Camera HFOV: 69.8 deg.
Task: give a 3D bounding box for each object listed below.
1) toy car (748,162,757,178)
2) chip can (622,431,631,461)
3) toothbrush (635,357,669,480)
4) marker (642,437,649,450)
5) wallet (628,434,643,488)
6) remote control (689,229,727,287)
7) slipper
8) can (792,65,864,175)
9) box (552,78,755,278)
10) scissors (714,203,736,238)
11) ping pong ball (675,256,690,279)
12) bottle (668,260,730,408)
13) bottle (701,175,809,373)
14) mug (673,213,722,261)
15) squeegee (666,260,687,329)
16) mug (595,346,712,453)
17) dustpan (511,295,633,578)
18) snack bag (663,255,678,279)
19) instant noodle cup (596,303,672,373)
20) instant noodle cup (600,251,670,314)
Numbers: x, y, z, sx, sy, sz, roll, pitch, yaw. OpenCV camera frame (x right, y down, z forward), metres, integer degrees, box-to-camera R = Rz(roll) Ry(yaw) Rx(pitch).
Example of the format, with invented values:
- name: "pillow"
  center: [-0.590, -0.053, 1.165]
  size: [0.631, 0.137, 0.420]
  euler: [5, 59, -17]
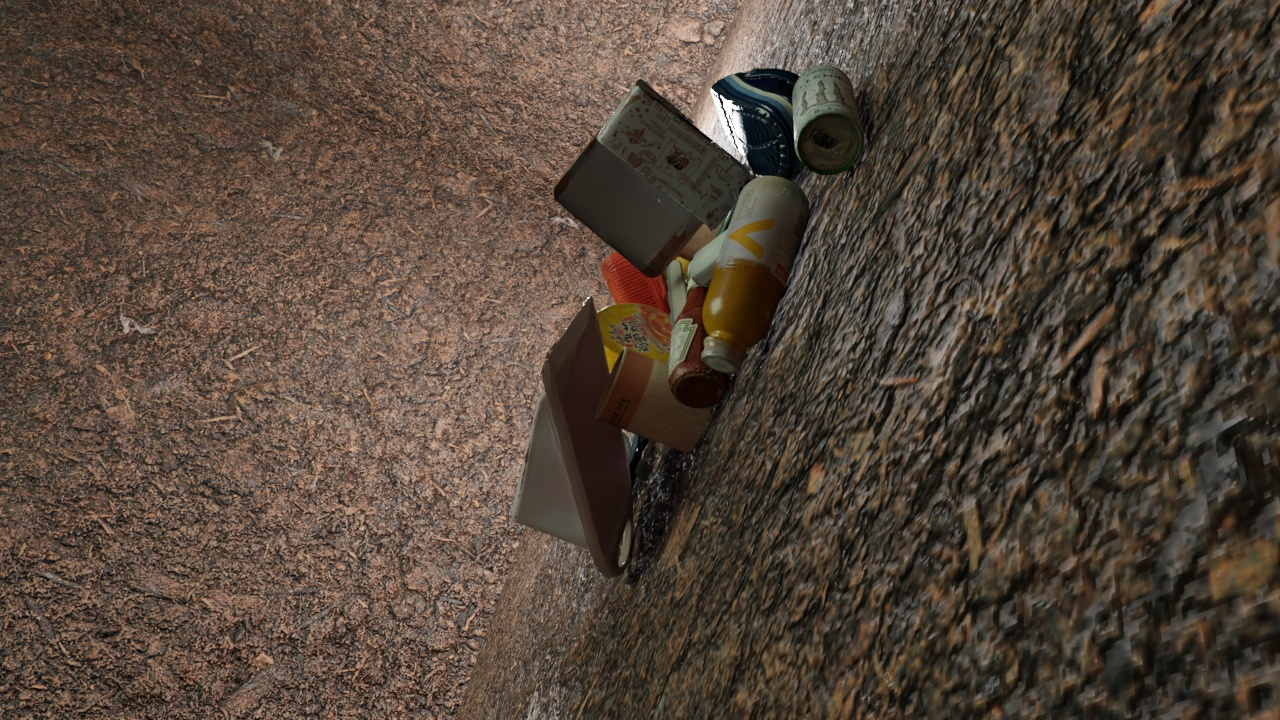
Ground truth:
- name: "toy car"
  center: [0.151, -0.235, 1.137]
  size: [0.048, 0.032, 0.105]
  euler: [122, 169, -53]
- name: "chip can"
  center: [-0.067, 0.165, 1.231]
  size: [0.215, 0.071, 0.071]
  euler: [111, 178, -56]
- name: "toothbrush"
  center: [0.032, 0.039, 1.069]
  size: [0.026, 0.026, 0.221]
  euler: [34, 111, 48]
- name: "marker"
  center: [0.017, 0.093, 1.218]
  size: [0.124, 0.015, 0.018]
  euler: [118, 174, -58]
- name: "wallet"
  center: [-0.016, 0.150, 1.224]
  size: [0.097, 0.019, 0.121]
  euler: [-82, 9, -66]
- name: "remote control"
  center: [0.107, -0.129, 0.958]
  size: [0.135, 0.019, 0.056]
  euler: [-36, 23, 28]
- name: "slipper"
  center: [0.150, -0.273, 1.039]
  size: [0.095, 0.105, 0.252]
  euler: [-27, 27, 2]
- name: "can"
  center: [0.166, -0.218, 0.824]
  size: [0.146, 0.058, 0.058]
  euler: [-76, 11, -57]
- name: "box"
  center: [0.004, -0.207, 1.104]
  size: [0.193, 0.183, 0.156]
  euler: [-51, 9, 15]
- name: "scissors"
  center: [0.128, -0.190, 1.246]
  size: [0.179, 0.019, 0.169]
  euler: [120, 169, -58]
- name: "ping pong ball"
  center: [0.072, -0.150, 1.471]
  size: [0.040, 0.040, 0.040]
  euler: [-160, 92, -84]
- name: "bottle"
  center: [0.064, -0.037, 0.972]
  size: [0.205, 0.059, 0.060]
  euler: [-84, 16, -48]
- name: "bottle"
  center: [0.101, -0.079, 0.844]
  size: [0.068, 0.068, 0.189]
  euler: [129, 162, -70]
- name: "mug"
  center: [0.075, -0.208, 1.360]
  size: [0.084, 0.103, 0.125]
  euler: [-74, 8, -48]
- name: "squeegee"
  center: [0.103, -0.108, 1.073]
  size: [0.247, 0.039, 0.246]
  euler: [121, 155, -43]
- name: "mug"
  center: [0.012, 0.048, 0.984]
  size: [0.115, 0.106, 0.081]
  euler: [127, 165, -67]
- name: "dustpan"
  center: [-0.043, 0.091, 1.005]
  size: [0.222, 0.139, 0.274]
  euler: [-67, -5, -65]
- name: "snack bag"
  center: [0.030, -0.150, 1.565]
  size: [0.247, 0.068, 0.157]
  euler: [100, -169, -65]
- name: "instant noodle cup"
  center: [-0.007, 0.007, 1.210]
  size: [0.137, 0.138, 0.110]
  euler: [-77, 0, -56]
- name: "instant noodle cup"
  center: [0.000, -0.105, 1.321]
  size: [0.079, 0.189, 0.164]
  euler: [-23, 4, -5]
